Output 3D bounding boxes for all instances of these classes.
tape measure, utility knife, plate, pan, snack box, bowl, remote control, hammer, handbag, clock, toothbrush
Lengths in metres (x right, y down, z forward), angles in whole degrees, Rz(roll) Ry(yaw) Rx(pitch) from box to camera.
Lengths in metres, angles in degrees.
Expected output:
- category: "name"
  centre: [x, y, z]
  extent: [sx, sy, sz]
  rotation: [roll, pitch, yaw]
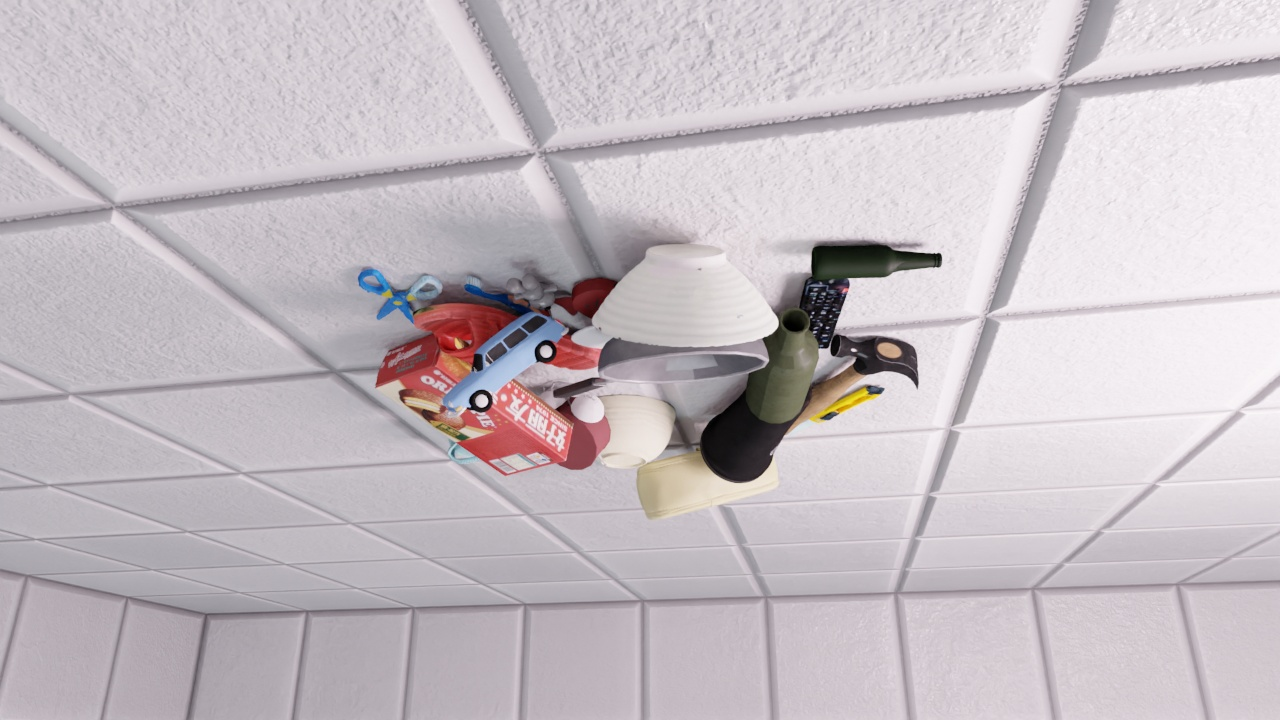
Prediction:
- category: "tape measure"
  centre: [-0.043, -0.069, 0.969]
  extent: [0.059, 0.019, 0.051]
  rotation: [-22, 147, 28]
- category: "utility knife"
  centre: [0.272, 0.075, 1.317]
  extent: [0.030, 0.019, 0.218]
  rotation: [19, 155, -19]
- category: "plate"
  centre: [0.028, -0.035, 1.012]
  extent: [0.208, 0.015, 0.209]
  rotation: [-3, 172, -1]
- category: "pan"
  centre: [-0.006, 0.006, 1.032]
  extent: [0.178, 0.041, 0.358]
  rotation: [3, 168, -33]
- category: "snack box"
  centre: [-0.203, 0.058, 1.149]
  extent: [0.113, 0.060, 0.236]
  rotation: [-18, 137, 34]
- category: "bowl"
  centre: [-0.024, 0.111, 1.321]
  extent: [0.151, 0.075, 0.151]
  rotation: [0, 158, 0]
- category: "bowl"
  centre: [0.042, -0.070, 0.864]
  extent: [0.177, 0.071, 0.177]
  rotation: [0, -163, 0]
- category: "remote control"
  centre: [0.194, -0.053, 1.007]
  extent: [0.047, 0.022, 0.150]
  rotation: [0, 155, 2]
- category: "hammer"
  centre: [0.253, 0.044, 1.218]
  extent: [0.132, 0.040, 0.306]
  rotation: [10, 156, -14]
- category: "handbag"
  centre: [0.104, 0.175, 1.413]
  extent: [0.232, 0.088, 0.191]
  rotation: [-12, 175, -11]
- category: "clock"
  centre: [-0.091, 0.089, 1.244]
  extent: [0.096, 0.048, 0.138]
  rotation: [8, 121, 24]
- category: "toothbrush"
  centre: [-0.141, -0.063, 0.990]
  extent: [0.022, 0.017, 0.135]
  rotation: [-11, 159, 33]

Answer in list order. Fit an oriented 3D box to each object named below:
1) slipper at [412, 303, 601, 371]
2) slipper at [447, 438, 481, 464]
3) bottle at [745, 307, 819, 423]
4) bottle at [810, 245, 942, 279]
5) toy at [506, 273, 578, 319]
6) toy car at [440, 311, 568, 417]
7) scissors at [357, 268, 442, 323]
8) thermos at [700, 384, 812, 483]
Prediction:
- category: "slipper"
  centre: [-0.149, -0.010, 1.043]
  extent: [0.248, 0.059, 0.104]
  rotation: [17, 161, -41]
- category: "slipper"
  centre: [-0.222, 0.113, 1.339]
  extent: [0.116, 0.069, 0.277]
  rotation: [3, 156, -14]
- category: "bottle"
  centre: [0.160, 0.003, 1.025]
  extent: [0.071, 0.071, 0.207]
  rotation: [-1, 155, 2]
- category: "bottle"
  centre: [0.229, -0.096, 0.889]
  extent: [0.123, 0.033, 0.033]
  rotation: [-1, 157, 1]
- category: "toy"
  centre: [-0.104, -0.067, 0.960]
  extent: [0.049, 0.030, 0.111]
  rotation: [-12, 165, 15]
- category: "toy car"
  centre: [-0.145, 0.003, 0.954]
  extent: [0.055, 0.153, 0.056]
  rotation: [55, 163, -13]
- category: "scissors"
  centre: [-0.251, -0.067, 0.988]
  extent: [0.110, 0.018, 0.131]
  rotation: [1, 157, 5]
- category: "thermos"
  centre: [0.157, 0.082, 1.231]
  extent: [0.105, 0.105, 0.219]
  rotation: [5, 152, -11]
